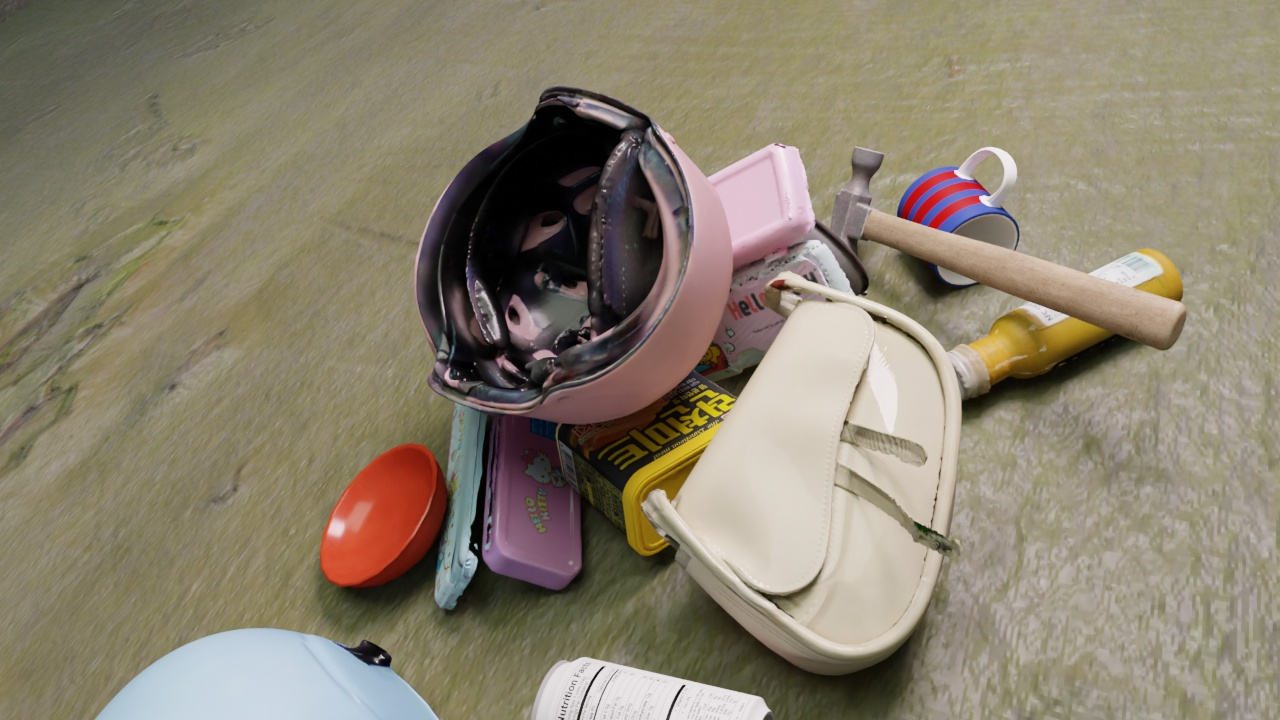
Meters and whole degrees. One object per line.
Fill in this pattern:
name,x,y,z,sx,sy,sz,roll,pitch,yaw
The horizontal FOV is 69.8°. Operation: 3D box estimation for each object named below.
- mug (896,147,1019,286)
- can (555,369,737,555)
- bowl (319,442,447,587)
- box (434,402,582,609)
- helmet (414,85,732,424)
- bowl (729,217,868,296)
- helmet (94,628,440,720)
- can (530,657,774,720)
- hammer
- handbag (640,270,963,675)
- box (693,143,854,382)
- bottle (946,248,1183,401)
mug,0.276,-0.130,0.778,0.075,0.112,0.076,4,39,-20
can,0.017,0.066,0.681,0.130,0.073,0.101,-27,40,-27
bowl,-0.193,0.125,0.714,0.122,0.035,0.121,-25,41,24
box,-0.108,0.098,0.734,0.093,0.089,0.213,-49,30,33
helmet,-0.043,-0.064,0.658,0.256,0.152,0.230,6,80,39
bowl,0.111,-0.076,0.770,0.145,0.145,0.067,31,82,39
helmet,-0.233,0.255,0.525,0.266,0.167,0.225,21,65,46
can,0.007,0.221,0.540,0.132,0.070,0.070,5,48,23
hammer,0.258,-0.078,0.703,0.030,0.119,0.331,4,18,-32
handbag,0.115,0.058,0.569,0.184,0.132,0.228,27,69,15
box,0.057,-0.063,0.710,0.202,0.155,0.058,-23,-7,42
bottle,0.316,-0.024,0.696,0.186,0.053,0.053,-25,43,-6
